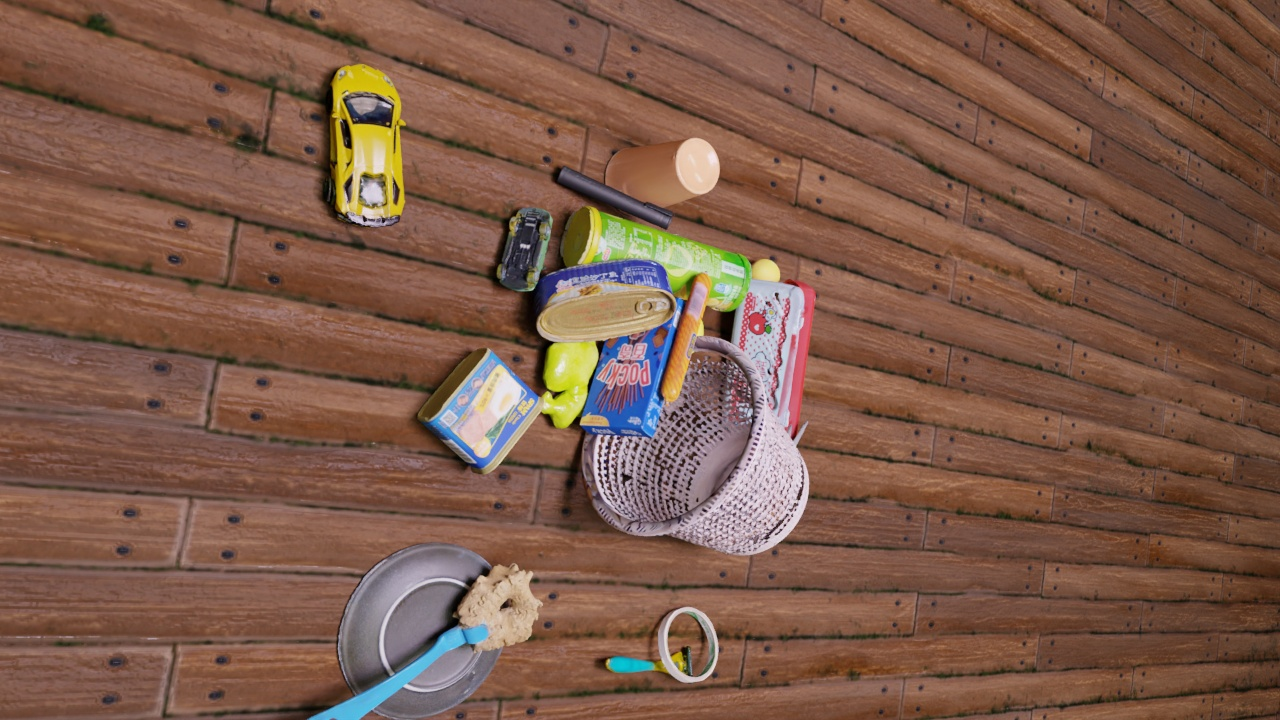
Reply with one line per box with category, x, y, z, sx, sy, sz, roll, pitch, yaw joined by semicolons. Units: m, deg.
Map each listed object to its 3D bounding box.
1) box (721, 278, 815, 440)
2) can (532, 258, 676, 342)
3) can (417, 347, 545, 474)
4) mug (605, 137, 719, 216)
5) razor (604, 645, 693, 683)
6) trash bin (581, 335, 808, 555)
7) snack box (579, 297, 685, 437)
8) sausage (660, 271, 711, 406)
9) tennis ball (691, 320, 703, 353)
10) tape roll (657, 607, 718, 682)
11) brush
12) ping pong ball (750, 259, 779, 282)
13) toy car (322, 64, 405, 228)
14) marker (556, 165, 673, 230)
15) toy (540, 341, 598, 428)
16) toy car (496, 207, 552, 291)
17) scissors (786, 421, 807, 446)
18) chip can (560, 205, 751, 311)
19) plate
box;0.150;0.001;1.117;0.098;0.095;0.201;4;103;-6
can;-0.039;-0.063;0.967;0.148;0.075;0.049;-9;54;-5
can;-0.160;0.049;0.925;0.083;0.057;0.102;47;66;-23
mug;0.027;-0.204;1.004;0.078;0.123;0.078;-1;92;-36
razor;0.008;0.354;1.067;0.132;0.028;0.043;15;63;-38
trash bin;0.079;0.115;1.013;0.192;0.228;0.227;39;70;-42
snack box;-0.006;0.006;0.995;0.026;0.085;0.157;40;58;-46
sausage;0.049;-0.026;0.978;0.021;0.022;0.164;32;64;-31
tennis ball;0.040;-0.035;1.054;0.065;0.066;0.065;-1;92;-35
tape roll;0.057;0.338;1.090;0.085;0.014;0.085;20;57;-34
brush;-0.199;0.281;0.878;0.253;0.046;0.083;-28;111;-36
ping pong ball;0.154;-0.106;1.144;0.040;0.040;0.040;-1;92;-35
toy car;-0.258;-0.201;0.859;0.071;0.041;0.156;-1;91;-35
marker;-0.027;-0.177;0.995;0.132;0.022;0.020;23;49;-5
toy;-0.078;0.018;0.994;0.096;0.031;0.100;-31;114;-40
toy car;-0.118;-0.114;0.955;0.036;0.043;0.091;60;42;-70
scissors;0.158;0.149;1.128;0.141;0.012;0.171;-30;136;-14
chip can;0.023;-0.110;1.027;0.221;0.073;0.072;13;84;-30
plate;-0.209;0.272;0.918;0.179;0.024;0.179;-1;92;-35
